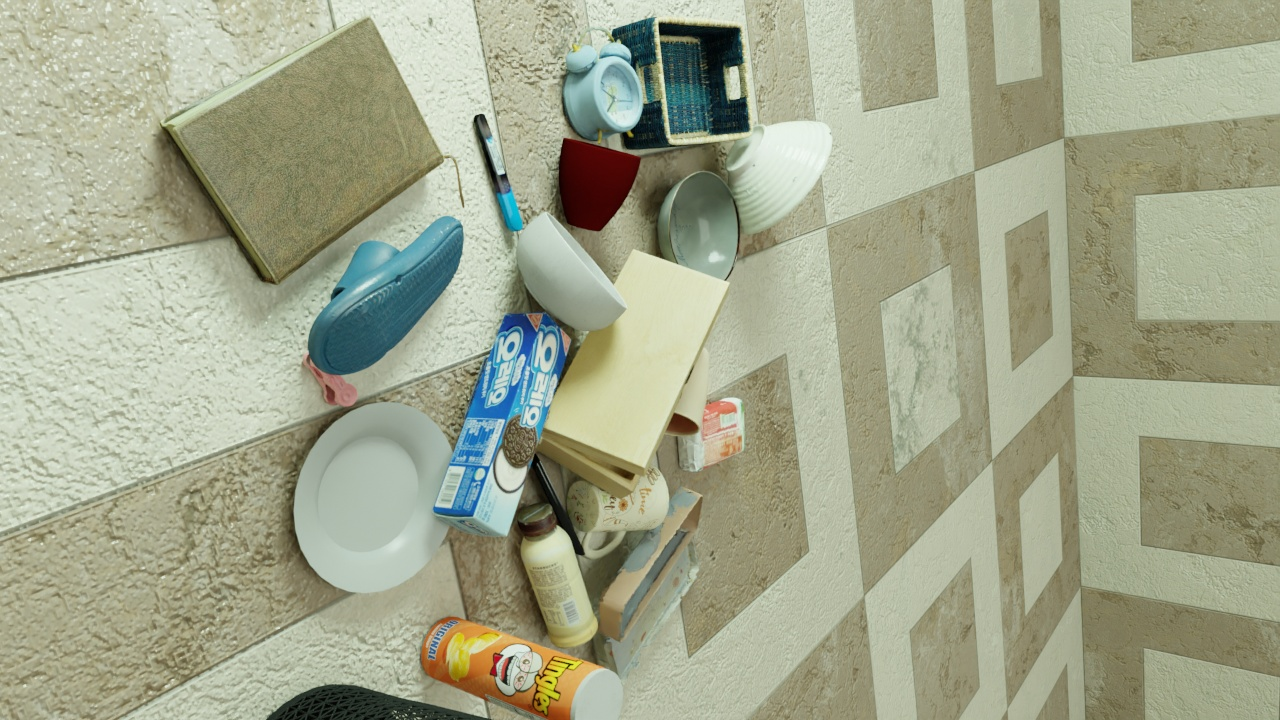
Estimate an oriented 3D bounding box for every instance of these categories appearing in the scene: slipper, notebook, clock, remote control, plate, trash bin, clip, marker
[{"bbox_3d":[-0.225,-0.062,0.810,0.213,0.059,0.104,-54,167,-50],"label":"slipper"},{"bbox_3d":[-0.263,-0.166,0.784,0.214,0.035,0.190,-49,128,-35],"label":"notebook"},{"bbox_3d":[-0.042,-0.307,1.025,0.088,0.052,0.124,-24,109,-46],"label":"clock"},{"bbox_3d":[-0.092,0.160,1.011,0.010,0.039,0.125,-27,111,-12],"label":"remote control"},{"bbox_3d":[-0.242,0.123,0.841,0.172,0.019,0.173,-4,96,-50],"label":"plate"},{"bbox_3d":[-0.196,0.374,0.737,0.216,0.244,0.217,-4,96,-50],"label":"trash bin"},{"bbox_3d":[-0.266,0.016,0.792,0.022,0.038,0.059,-49,124,-32],"label":"clip"},{"bbox_3d":[-0.146,-0.191,0.939,0.018,0.015,0.123,-37,117,-46],"label":"marker"}]

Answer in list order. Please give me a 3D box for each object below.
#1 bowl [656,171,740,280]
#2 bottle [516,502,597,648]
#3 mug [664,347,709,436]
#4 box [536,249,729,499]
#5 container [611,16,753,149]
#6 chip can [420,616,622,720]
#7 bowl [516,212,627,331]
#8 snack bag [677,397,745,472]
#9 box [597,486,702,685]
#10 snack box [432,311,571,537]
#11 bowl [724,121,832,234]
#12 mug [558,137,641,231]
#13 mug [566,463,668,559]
[{"bbox_3d":[0.063,-0.162,1.157,0.150,0.057,0.151,-4,95,-50],"label":"bowl"},{"bbox_3d":[-0.093,0.233,0.998,0.056,0.057,0.162,-35,118,-43],"label":"bottle"},{"bbox_3d":[0.045,0.037,1.141,0.111,0.085,0.104,75,28,-63],"label":"mug"},{"bbox_3d":[-0.008,0.004,1.007,0.140,0.123,0.248,34,61,-11],"label":"box"},{"bbox_3d":[0.054,-0.337,1.122,0.186,0.071,0.145,-21,108,-48],"label":"container"},{"bbox_3d":[-0.116,0.292,0.854,0.062,0.211,0.062,-4,96,-50],"label":"chip can"},{"bbox_3d":[-0.080,-0.083,0.952,0.064,0.131,0.132,-40,132,6],"label":"bowl"},{"bbox_3d":[0.096,0.098,1.230,0.115,0.036,0.077,-16,105,-49],"label":"snack bag"},{"bbox_3d":[0.020,0.274,1.122,0.215,0.058,0.154,-48,147,-47],"label":"box"},{"bbox_3d":[-0.135,0.060,0.915,0.059,0.059,0.225,47,51,-48],"label":"snack box"},{"bbox_3d":[0.160,-0.257,1.196,0.071,0.178,0.177,34,66,-25],"label":"bowl"},{"bbox_3d":[-0.050,-0.192,1.017,0.114,0.087,0.088,-51,157,-75],"label":"mug"},{"bbox_3d":[-0.036,0.179,1.065,0.097,0.081,0.122,-3,121,-43],"label":"mug"}]
